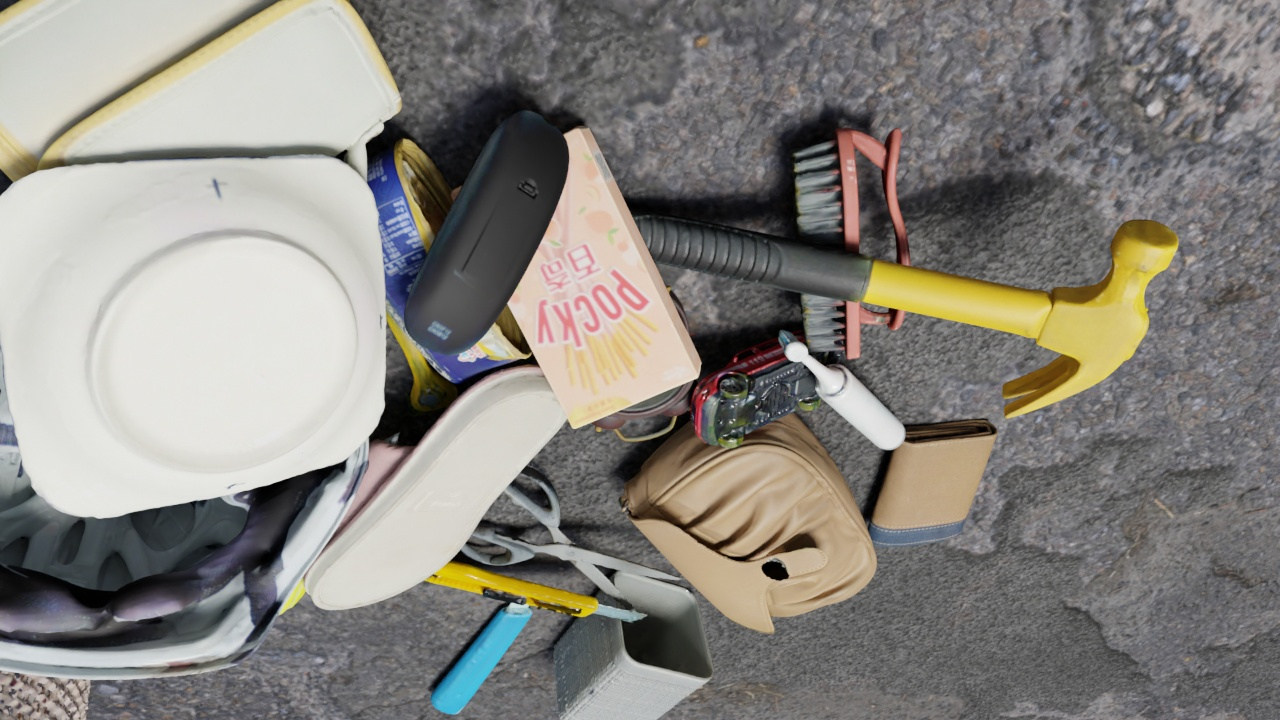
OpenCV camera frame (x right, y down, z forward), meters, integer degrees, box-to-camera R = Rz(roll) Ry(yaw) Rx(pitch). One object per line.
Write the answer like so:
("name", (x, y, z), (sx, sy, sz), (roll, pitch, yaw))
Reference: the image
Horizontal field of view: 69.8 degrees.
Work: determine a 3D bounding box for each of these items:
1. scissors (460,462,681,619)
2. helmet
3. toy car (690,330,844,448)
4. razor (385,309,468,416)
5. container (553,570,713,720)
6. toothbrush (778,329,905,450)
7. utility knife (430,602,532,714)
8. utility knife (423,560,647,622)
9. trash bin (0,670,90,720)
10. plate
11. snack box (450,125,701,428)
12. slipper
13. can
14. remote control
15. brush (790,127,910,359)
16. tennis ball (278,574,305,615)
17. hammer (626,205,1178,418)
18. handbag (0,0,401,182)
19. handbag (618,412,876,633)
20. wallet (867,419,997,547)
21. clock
("scissors", (-0.059, 0.141, 0.699), (0.179, 0.014, 0.159), (-4, 122, 8))
("helmet", (-0.274, 0.031, 0.498), (0.228, 0.146, 0.258), (17, 88, -32))
("toy car", (0.083, 0.016, 0.619), (0.120, 0.045, 0.053), (-23, 133, -28))
("razor", (-0.145, -0.019, 0.576), (0.043, 0.028, 0.133), (-11, 127, 0))
("container", (-0.012, 0.254, 0.779), (0.090, 0.090, 0.115), (23, 123, -27))
("toothbrush", (0.138, 0.023, 0.619), (0.027, 0.026, 0.221), (-41, 146, 11))
("utility knife", (-0.135, 0.254, 0.795), (0.034, 0.018, 0.162), (21, 118, -30))
("utility knife", (-0.089, 0.181, 0.714), (0.192, 0.015, 0.033), (13, 143, 1))
("trash bin", (-0.450, 0.214, 0.580), (0.227, 0.192, 0.228), (-6, 128, -8))
("plate", (-0.186, -0.007, 0.408), (0.164, 0.034, 0.164), (-13, 119, -36))
("snack box", (-0.035, -0.046, 0.531), (0.084, 0.026, 0.157), (-24, 102, 14))
("slipper", (-0.146, 0.086, 0.622), (0.114, 0.054, 0.275), (4, 139, -46))
("can", (-0.117, -0.052, 0.524), (0.049, 0.074, 0.148), (-23, 128, 10))
("remote control", (-0.076, -0.065, 0.476), (0.053, 0.024, 0.136), (29, 87, -36))
("brush", (0.130, -0.075, 0.567), (0.069, 0.063, 0.146), (-6, 128, 8))
("tennis ball", (-0.268, 0.150, 0.653), (0.065, 0.065, 0.066), (-6, 128, -8))
("hammer", (0.128, -0.046, 0.527), (0.301, 0.032, 0.129), (13, 130, 10))
("handbag", (-0.185, -0.099, 0.418), (0.163, 0.063, 0.179), (-42, 119, -18))
("handbag", (0.088, 0.126, 0.692), (0.148, 0.099, 0.204), (-29, 126, 16))
("wallet", (0.236, 0.101, 0.749), (0.090, 0.033, 0.115), (-5, 127, -12))
("clock", (-0.004, 0.004, 0.603), (0.082, 0.055, 0.122), (-12, 126, -4))
